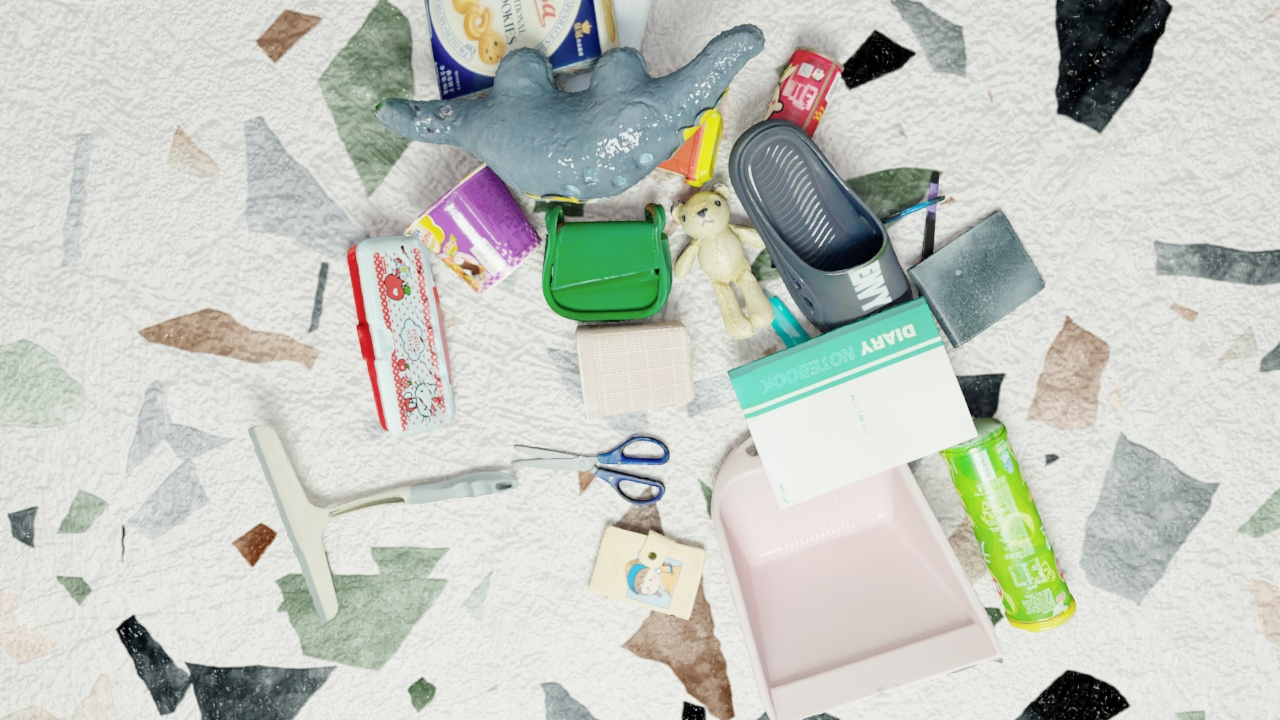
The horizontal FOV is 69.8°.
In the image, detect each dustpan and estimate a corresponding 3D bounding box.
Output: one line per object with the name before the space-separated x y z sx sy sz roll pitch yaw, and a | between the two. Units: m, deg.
dustpan | 0.181 0.182 0.893 0.222 0.273 0.139 -20 121 0

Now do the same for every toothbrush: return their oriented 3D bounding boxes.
toothbrush | 0.296 -0.100 0.948 0.014 0.017 0.189 4 96 -5
toothbrush | 0.222 -0.135 0.943 0.189 0.014 0.016 -22 80 6

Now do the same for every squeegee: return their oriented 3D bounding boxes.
squeegee | -0.251 0.147 0.976 0.246 0.039 0.247 -12 114 -3

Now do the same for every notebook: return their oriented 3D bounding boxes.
notebook | 0.209 0.042 0.910 0.209 0.012 0.150 -21 90 2

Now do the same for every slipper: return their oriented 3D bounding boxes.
slipper | 0.182 -0.111 0.890 0.111 0.083 0.268 -37 112 6

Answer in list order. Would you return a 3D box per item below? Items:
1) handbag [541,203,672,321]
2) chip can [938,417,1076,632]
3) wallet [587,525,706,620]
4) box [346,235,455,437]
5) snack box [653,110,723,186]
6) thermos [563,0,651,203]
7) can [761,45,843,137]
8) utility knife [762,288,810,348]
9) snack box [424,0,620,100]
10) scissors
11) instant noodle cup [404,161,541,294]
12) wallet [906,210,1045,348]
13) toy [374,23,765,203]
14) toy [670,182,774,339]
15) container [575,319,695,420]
handbag | -0.033 -0.098 0.927 0.131 0.068 0.120 0 96 1
chip can | 0.378 0.167 0.952 0.072 0.072 0.221 -23 97 3
wallet | 0.009 0.225 0.990 0.115 0.024 0.087 16 102 0
box | -0.244 -0.024 0.927 0.094 0.091 0.201 -9 96 1
snack box | 0.036 -0.218 0.901 0.080 0.091 0.082 13 97 6
thermos | -0.045 -0.268 0.908 0.073 0.073 0.224 14 98 -1
can | 0.149 -0.239 0.913 0.053 0.053 0.133 25 97 -2
utility knife | 0.175 -0.010 0.963 0.029 0.013 0.161 -38 92 2
snack box | -0.119 -0.351 0.871 0.183 0.045 0.178 -9 90 22
scissors | -0.051 0.101 0.980 0.173 0.012 0.128 34 98 -2
instant noodle cup | -0.159 -0.127 0.911 0.111 0.111 0.099 -40 104 5
wallet | 0.346 -0.084 0.941 0.121 0.019 0.097 -33 96 -5
toy | -0.062 -0.212 0.827 0.357 0.091 0.138 -5 119 11
toy | 0.085 -0.098 0.925 0.105 0.066 0.157 -23 89 10
container | -0.006 0.005 0.930 0.111 0.090 0.090 -6 97 -2
